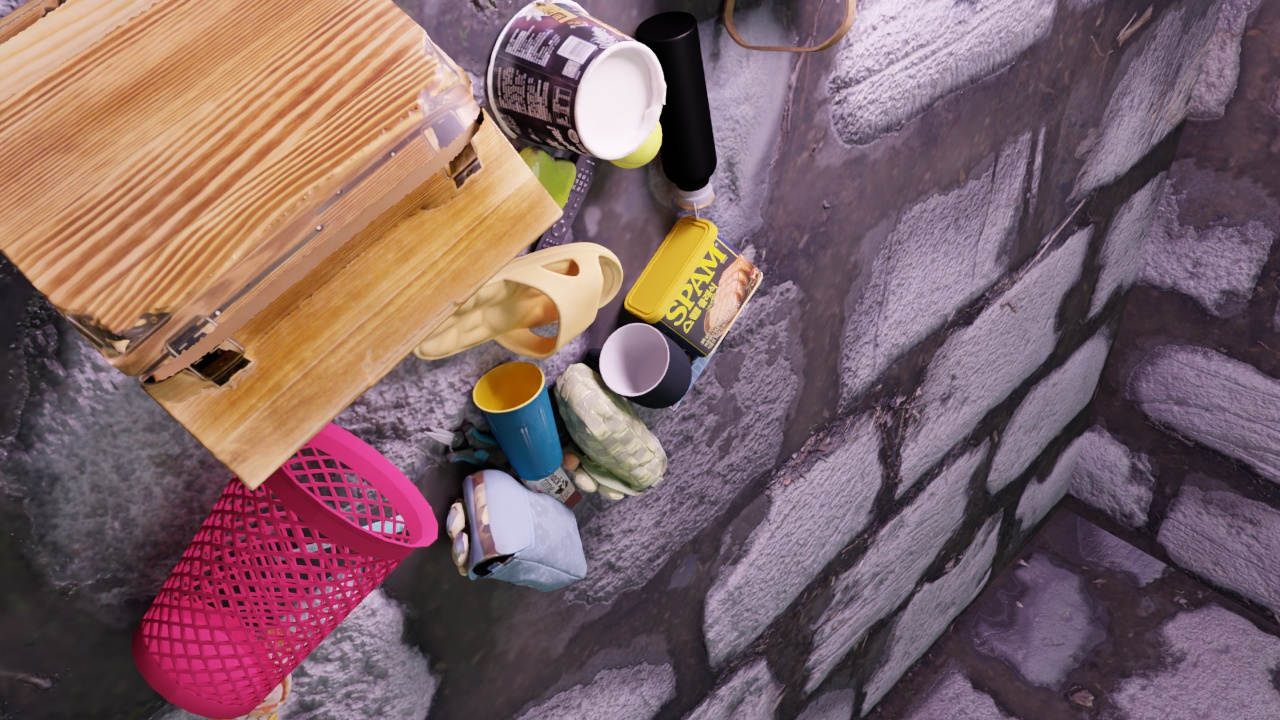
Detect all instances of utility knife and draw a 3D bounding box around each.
[{"bbox_3d":[-0.295,0.183,0.955,0.179,0.016,0.022,-11,123,-46],"label":"utility knife"}]

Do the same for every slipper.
[{"bbox_3d":[-0.111,-0.051,0.928,0.262,0.078,0.100,-19,141,-36],"label":"slipper"}]

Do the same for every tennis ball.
[{"bbox_3d":[-0.011,-0.228,0.932,0.065,0.065,0.065,-28,134,-33],"label":"tennis ball"}]

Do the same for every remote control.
[{"bbox_3d":[-0.083,-0.152,0.949,0.032,0.015,0.136,13,109,-52],"label":"remote control"}]

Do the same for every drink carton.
[{"bbox_3d":[0.050,-0.007,1.163,0.130,0.064,0.040,-56,152,-2],"label":"drink carton"}]

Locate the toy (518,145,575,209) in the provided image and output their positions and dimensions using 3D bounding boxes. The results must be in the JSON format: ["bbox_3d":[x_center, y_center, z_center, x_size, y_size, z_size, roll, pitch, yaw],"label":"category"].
[{"bbox_3d":[-0.111,-0.152,0.890,0.115,0.046,0.092,-56,156,17],"label":"toy"}]

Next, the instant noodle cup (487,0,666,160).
[{"bbox_3d":[-0.052,-0.247,0.833,0.137,0.112,0.137,-27,133,-33],"label":"instant noodle cup"}]

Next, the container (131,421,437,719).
[{"bbox_3d":[-0.323,0.186,0.810,0.226,0.183,0.183,-51,143,4],"label":"container"}]

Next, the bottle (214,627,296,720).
[{"bbox_3d":[-0.381,0.321,0.919,0.063,0.063,0.108,16,103,-52],"label":"bottle"}]

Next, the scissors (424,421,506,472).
[{"bbox_3d":[-0.185,0.102,1.014,0.127,0.019,0.141,-29,135,-34],"label":"scissors"}]

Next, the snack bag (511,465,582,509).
[{"bbox_3d":[-0.112,0.154,1.135,0.057,0.013,0.158,-45,145,-18],"label":"snack bag"}]

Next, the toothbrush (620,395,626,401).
[{"bbox_3d":[-0.020,0.043,1.162,0.018,0.016,0.181,-31,136,-38],"label":"toothbrush"}]

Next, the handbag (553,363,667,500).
[{"bbox_3d":[-0.055,0.094,1.091,0.117,0.113,0.186,-42,138,-6],"label":"handbag"}]

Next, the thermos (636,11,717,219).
[{"bbox_3d":[0.046,-0.250,0.983,0.061,0.061,0.232,-39,140,-22],"label":"thermos"}]

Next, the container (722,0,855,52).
[{"bbox_3d":[0.152,-0.406,0.914,0.249,0.158,0.186,-13,114,-43],"label":"container"}]

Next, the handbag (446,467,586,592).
[{"bbox_3d":[-0.150,0.204,1.059,0.119,0.121,0.192,-24,151,16],"label":"handbag"}]

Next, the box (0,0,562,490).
[{"bbox_3d":[-0.267,-0.126,0.615,0.278,0.282,0.315,-43,114,-17],"label":"box"}]

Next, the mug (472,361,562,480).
[{"bbox_3d":[-0.128,0.071,1.003,0.078,0.078,0.121,-37,136,-24],"label":"mug"}]

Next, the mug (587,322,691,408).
[{"bbox_3d":[-0.006,0.006,1.065,0.094,0.122,0.085,33,72,-64],"label":"mug"}]

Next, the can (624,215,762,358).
[{"bbox_3d":[0.065,-0.085,1.089,0.104,0.075,0.135,35,88,-35],"label":"can"}]
